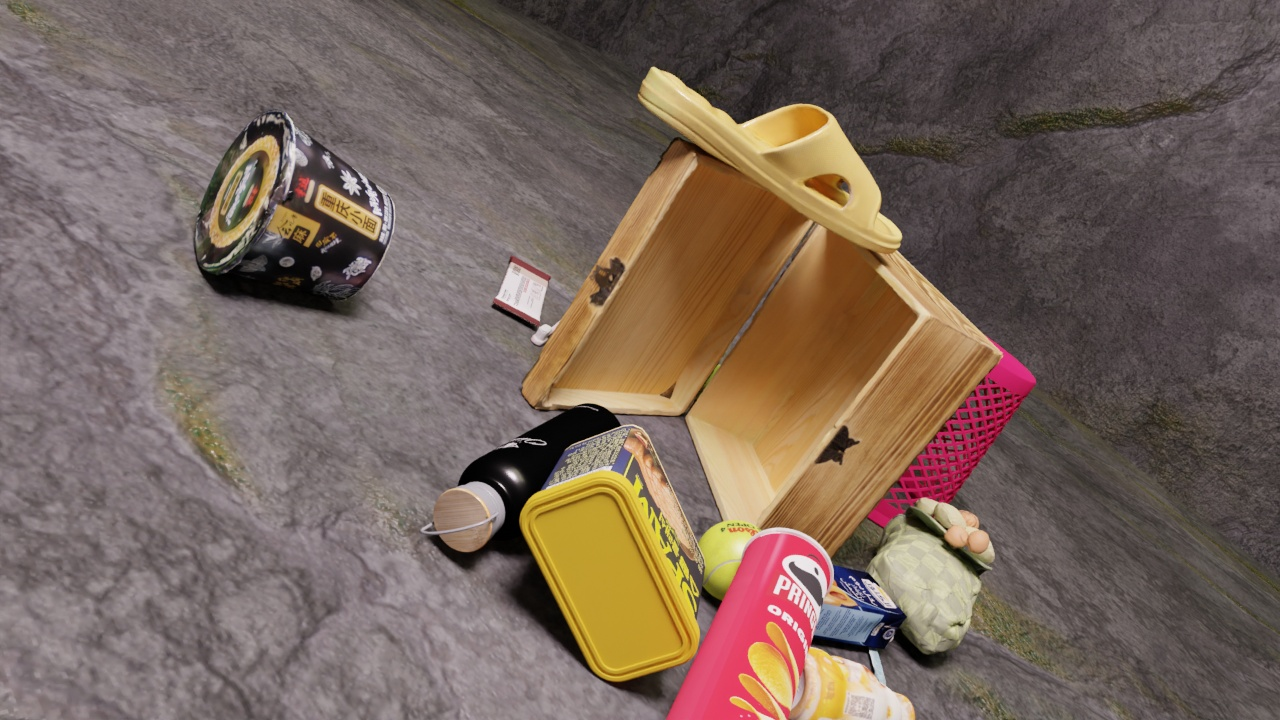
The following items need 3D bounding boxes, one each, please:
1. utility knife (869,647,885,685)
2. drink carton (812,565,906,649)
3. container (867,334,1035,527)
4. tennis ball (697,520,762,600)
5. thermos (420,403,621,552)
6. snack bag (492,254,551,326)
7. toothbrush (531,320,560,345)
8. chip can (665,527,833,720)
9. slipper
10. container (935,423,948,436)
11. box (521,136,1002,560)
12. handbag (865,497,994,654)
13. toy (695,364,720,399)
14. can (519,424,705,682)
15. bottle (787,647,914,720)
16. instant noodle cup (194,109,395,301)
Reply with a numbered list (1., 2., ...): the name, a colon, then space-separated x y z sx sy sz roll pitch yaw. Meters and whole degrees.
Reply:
1. utility knife: 0.198 0.276 0.746 0.022 0.016 0.179 31 18 -6
2. drink carton: 0.163 0.207 0.791 0.130 0.040 0.064 19 19 -33
3. container: 0.346 0.072 1.104 0.183 0.226 0.183 29 21 -13
4. tennis ball: 0.076 0.161 0.736 0.065 0.065 0.065 29 21 -13
5. thermos: -0.082 0.086 0.673 0.061 0.061 0.230 38 21 10
6. snack bag: -0.131 -0.080 1.033 0.057 0.013 0.157 27 22 -13
7. toothbrush: -0.083 -0.046 1.025 0.015 0.018 0.180 36 20 3
8. chip can: 0.070 0.197 0.592 0.069 0.069 0.220 36 31 4
9. slipper: 0.123 -0.182 0.772 0.263 0.078 0.099 26 20 -18
10. container: 0.308 0.007 1.247 0.250 0.187 0.157 31 21 -9
11. box: 0.082 -0.025 0.860 0.315 0.280 0.281 24 23 -21
12. handbag: 0.291 0.201 0.895 0.113 0.117 0.186 39 20 13
13. toy: 0.082 0.022 1.081 0.115 0.046 0.092 24 23 -42
14. can: -0.012 0.123 0.613 0.104 0.075 0.135 -62 129 -71
15. bottle: 0.147 0.246 0.658 0.108 0.063 0.063 25 23 -25
16. instant noodle cup: -0.275 -0.116 0.748 0.112 0.137 0.137 24 21 -45
